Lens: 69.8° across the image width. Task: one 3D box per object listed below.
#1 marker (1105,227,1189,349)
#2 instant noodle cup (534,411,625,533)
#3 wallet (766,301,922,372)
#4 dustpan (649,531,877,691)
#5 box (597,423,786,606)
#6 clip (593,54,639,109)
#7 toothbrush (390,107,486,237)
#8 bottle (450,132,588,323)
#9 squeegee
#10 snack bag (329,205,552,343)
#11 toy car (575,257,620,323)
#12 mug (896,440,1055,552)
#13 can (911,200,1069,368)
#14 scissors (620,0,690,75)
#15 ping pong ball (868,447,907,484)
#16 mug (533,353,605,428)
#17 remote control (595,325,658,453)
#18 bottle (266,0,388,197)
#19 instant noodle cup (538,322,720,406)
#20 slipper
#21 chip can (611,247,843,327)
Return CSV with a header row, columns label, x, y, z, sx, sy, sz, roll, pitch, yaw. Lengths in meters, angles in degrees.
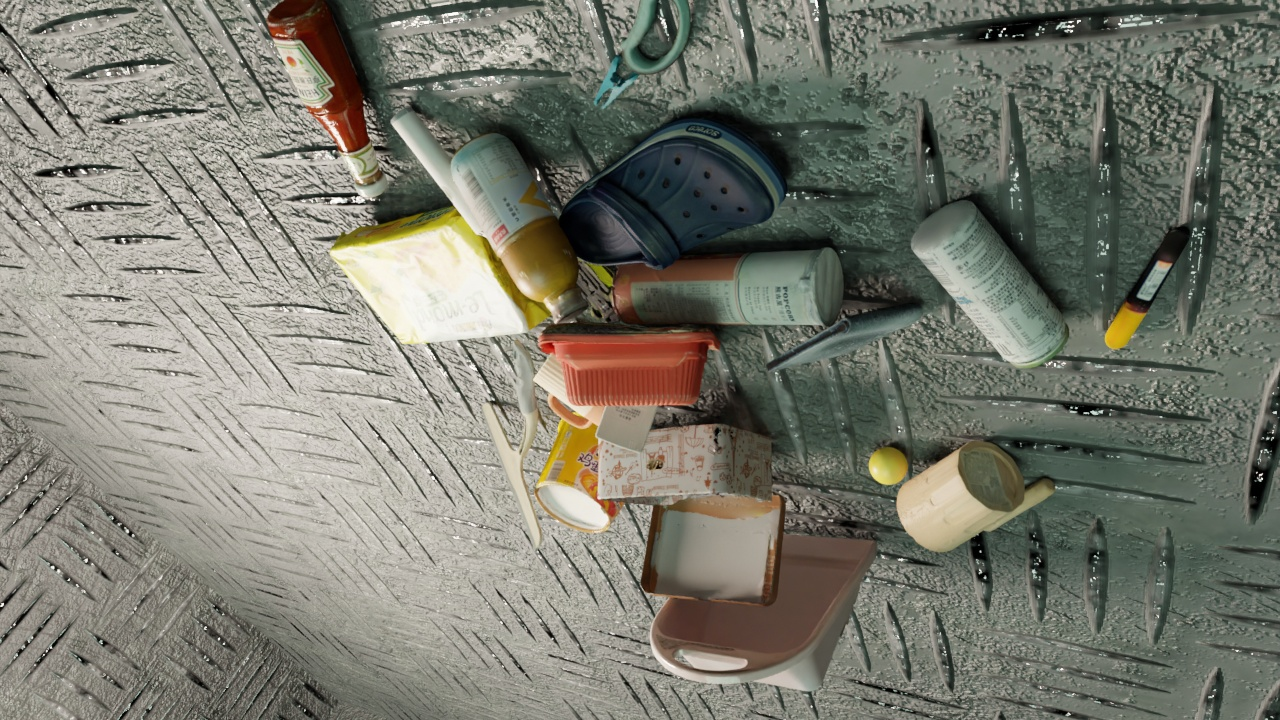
label,x,y,z,sx,sy,sz,roll,pitch,yaw
marker,0.395,-0.055,0.718,0.018,0.015,0.124,18,140,13
instant noodle cup,-0.067,0.151,1.200,0.138,0.109,0.138,18,143,14
wallet,0.184,-0.020,0.842,0.121,0.097,0.019,-35,70,54
dustpan,0.137,0.277,1.081,0.223,0.272,0.139,-4,137,31
box,0.054,0.184,1.059,0.183,0.193,0.156,-8,162,35
clip,-0.024,-0.235,0.782,0.049,0.015,0.057,34,143,-11
toothbrush,-0.170,-0.155,0.913,0.221,0.026,0.027,53,173,-3
bottle,-0.111,-0.123,0.873,0.189,0.067,0.068,60,142,5
squeegee,-0.144,0.063,1.132,0.247,0.039,0.246,101,150,-44
snack bag,-0.226,-0.099,1.038,0.247,0.068,0.158,-3,133,36
toy car,-0.050,-0.086,0.968,0.105,0.032,0.048,48,142,-6
mug,0.346,0.143,0.947,0.124,0.084,0.104,11,146,-16
can,0.285,-0.061,0.747,0.146,0.058,0.058,43,142,-19
scissors,-0.031,-0.304,0.700,0.179,0.019,0.171,22,145,12
ping pong ball,0.266,0.113,0.986,0.040,0.040,0.040,18,143,14
mug,-0.066,0.029,1.068,0.106,0.081,0.115,35,130,-5
remote control,-0.003,0.030,1.006,0.056,0.135,0.019,19,-176,5
bottle,-0.301,-0.253,0.908,0.060,0.059,0.206,13,141,22
instant noodle cup,-0.005,0.005,0.901,0.164,0.079,0.188,-1,179,9
slipper,0.008,-0.134,0.819,0.253,0.095,0.105,-10,132,46
chip can,0.077,-0.067,0.869,0.215,0.071,0.071,1,136,33
